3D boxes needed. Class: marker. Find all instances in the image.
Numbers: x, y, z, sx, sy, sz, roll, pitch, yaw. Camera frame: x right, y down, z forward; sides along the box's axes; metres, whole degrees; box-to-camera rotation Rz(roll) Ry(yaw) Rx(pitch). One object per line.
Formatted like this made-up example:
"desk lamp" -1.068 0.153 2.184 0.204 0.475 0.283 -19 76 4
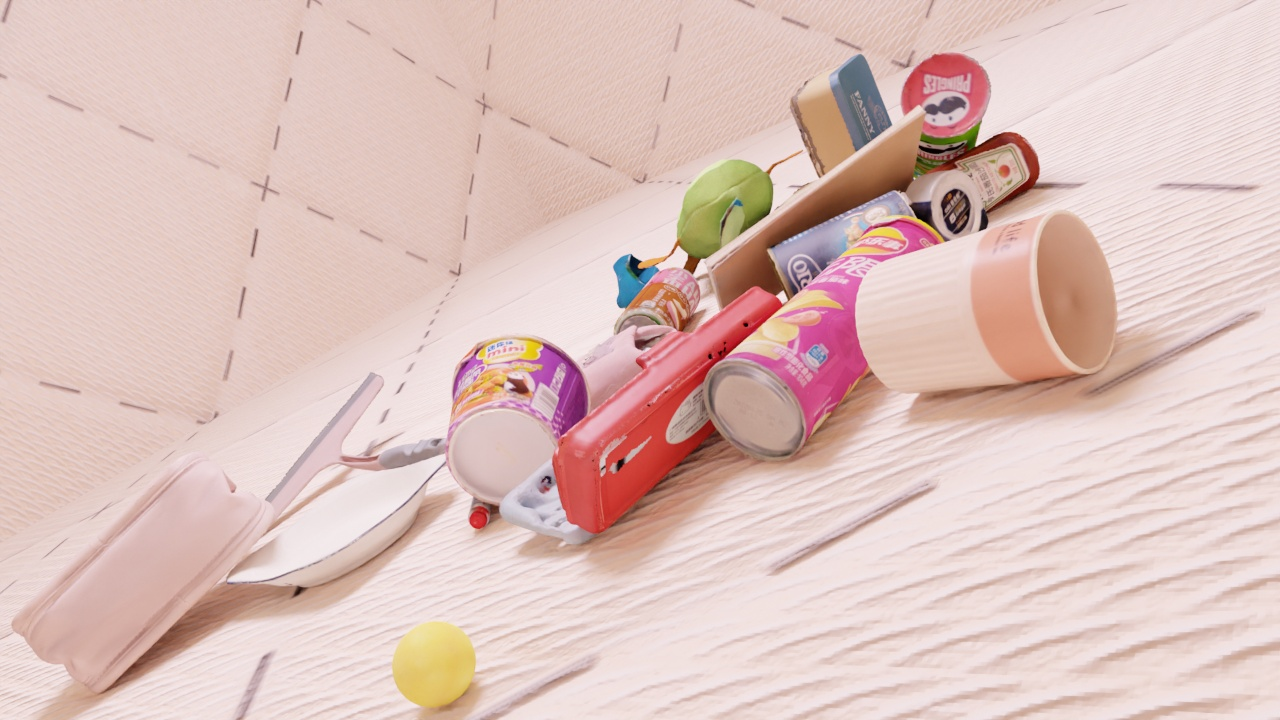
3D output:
"marker" -0.123 0.099 0.725 0.017 0.017 0.145 -27 14 0

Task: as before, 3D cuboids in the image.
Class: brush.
"brush" -0.004 -0.091 1.090 0.055 0.073 0.143 -32 12 11

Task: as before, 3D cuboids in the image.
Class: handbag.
"handbag" -0.418 0.178 0.817 0.193 0.093 0.234 -47 7 -16

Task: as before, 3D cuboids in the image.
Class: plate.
"plate" -0.240 0.139 0.757 0.165 0.034 0.163 -17 17 37

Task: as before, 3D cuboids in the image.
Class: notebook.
"notebook" 0.150 -0.111 0.782 0.211 0.012 0.149 -36 -21 -2

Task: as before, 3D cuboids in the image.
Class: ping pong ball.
"ping pong ball" -0.101 0.148 0.449 0.040 0.040 0.040 -25 14 6

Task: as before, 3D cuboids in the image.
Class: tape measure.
"tape measure" 0.246 -0.121 0.747 0.065 0.066 0.034 -34 20 -25

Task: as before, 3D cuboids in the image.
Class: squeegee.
"squeegee" -0.271 0.100 0.956 0.250 0.040 0.246 -7 39 40

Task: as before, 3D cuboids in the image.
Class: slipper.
"slipper" -0.005 0.005 0.774 0.275 0.054 0.114 -21 15 21

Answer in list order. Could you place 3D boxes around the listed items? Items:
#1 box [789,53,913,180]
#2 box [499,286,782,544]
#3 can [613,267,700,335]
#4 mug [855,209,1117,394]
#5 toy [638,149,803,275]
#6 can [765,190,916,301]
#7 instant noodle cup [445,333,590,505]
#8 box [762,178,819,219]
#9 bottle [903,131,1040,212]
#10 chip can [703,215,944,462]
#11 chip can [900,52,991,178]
"box" 0.207 -0.205 0.887 0.061 0.184 0.089 -11 25 38
"box" -0.001 0.030 0.600 0.098 0.119 0.200 25 46 31
"can" 0.019 -0.047 0.915 0.058 0.058 0.147 -21 15 22
"mug" 0.192 -0.027 0.496 0.114 0.081 0.106 -3 -6 -40
"toy" 0.093 -0.167 1.035 0.227 0.090 0.247 -41 -4 -1
"can" 0.164 -0.077 0.717 0.111 0.075 0.075 -24 14 8
"instant noodle cup" -0.096 0.050 0.688 0.112 0.111 0.099 -24 23 13
"box" 0.183 -0.154 0.966 0.092 0.076 0.167 -16 17 40
"bottle" 0.250 -0.132 0.802 0.206 0.060 0.060 -29 14 -8
"chip can" 0.126 -0.020 0.588 0.072 0.071 0.209 -12 21 47
"chip can" 0.284 -0.219 0.866 0.072 0.072 0.235 -23 -7 15
